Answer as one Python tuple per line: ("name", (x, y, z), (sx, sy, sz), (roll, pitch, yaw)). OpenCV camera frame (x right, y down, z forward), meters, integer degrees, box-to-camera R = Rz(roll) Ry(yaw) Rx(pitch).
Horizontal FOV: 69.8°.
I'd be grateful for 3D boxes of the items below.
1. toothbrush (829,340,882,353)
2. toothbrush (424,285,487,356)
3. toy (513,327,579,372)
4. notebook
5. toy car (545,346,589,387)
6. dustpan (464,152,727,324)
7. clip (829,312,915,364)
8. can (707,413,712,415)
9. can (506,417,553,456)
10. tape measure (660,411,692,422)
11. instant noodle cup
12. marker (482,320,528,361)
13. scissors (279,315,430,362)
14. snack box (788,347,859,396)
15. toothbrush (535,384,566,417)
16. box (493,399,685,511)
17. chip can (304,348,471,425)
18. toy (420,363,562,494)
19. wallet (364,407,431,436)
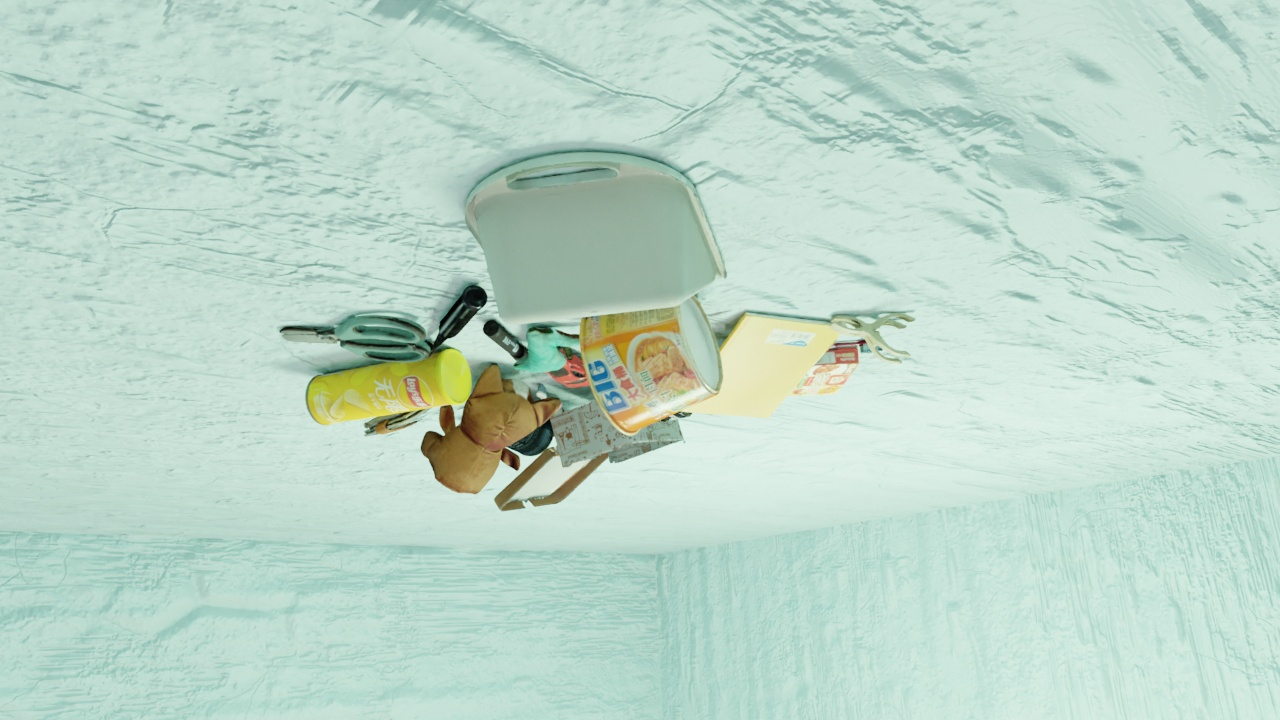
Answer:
("toothbrush", (0.224, -0.013, 1.205), (0.187, 0.017, 0.016), (-4, 162, 2))
("toothbrush", (-0.217, -0.039, 1.040), (0.027, 0.026, 0.213), (39, 152, -12))
("toy", (-0.110, -0.013, 1.110), (0.096, 0.030, 0.092), (-2, 149, -1))
("notebook", (0.151, 0.012, 1.174), (0.145, 0.010, 0.207), (5, 142, -23))
("toy car", (-0.094, 0.013, 1.197), (0.049, 0.031, 0.106), (-11, 153, 27))
("dustpan", (-0.041, -0.117, 0.844), (0.223, 0.143, 0.257), (-6, -168, 9))
("clip", (0.285, -0.024, 1.106), (0.101, 0.096, 0.035), (-11, 165, -13))
("can", (0.112, 0.035, 1.276), (0.083, 0.057, 0.102), (-16, 159, 31))
("can", (-0.188, 0.100, 1.400), (0.075, 0.075, 0.111), (-8, 162, 17))
("tape measure", (0.039, 0.052, 1.299), (0.066, 0.065, 0.033), (-14, 157, 27))
("instant noodle cup", (0.017, -0.005, 1.002), (0.112, 0.151, 0.151), (-18, 158, 20))
("marker", (-0.161, -0.020, 1.117), (0.022, 0.020, 0.132), (7, 166, 13))
("scissors", (-0.327, -0.034, 1.044), (0.185, 0.019, 0.130), (10, 153, -21))
("snack box", (0.255, 0.018, 1.294), (0.075, 0.025, 0.153), (-2, 162, -1))
("toothbrush", (-0.118, 0.093, 1.409), (0.027, 0.026, 0.221), (-6, 151, 14))
("box", (-0.084, 0.137, 1.373), (0.261, 0.102, 0.178), (-24, 166, 25))
("chip can", (-0.326, 0.036, 1.182), (0.214, 0.072, 0.072), (-9, 162, 21))
("toy", (-0.212, 0.092, 1.277), (0.140, 0.130, 0.200), (23, 126, -27))
("wallet", (-0.321, 0.071, 1.279), (0.130, 0.037, 0.106), (-21, -168, 48))
